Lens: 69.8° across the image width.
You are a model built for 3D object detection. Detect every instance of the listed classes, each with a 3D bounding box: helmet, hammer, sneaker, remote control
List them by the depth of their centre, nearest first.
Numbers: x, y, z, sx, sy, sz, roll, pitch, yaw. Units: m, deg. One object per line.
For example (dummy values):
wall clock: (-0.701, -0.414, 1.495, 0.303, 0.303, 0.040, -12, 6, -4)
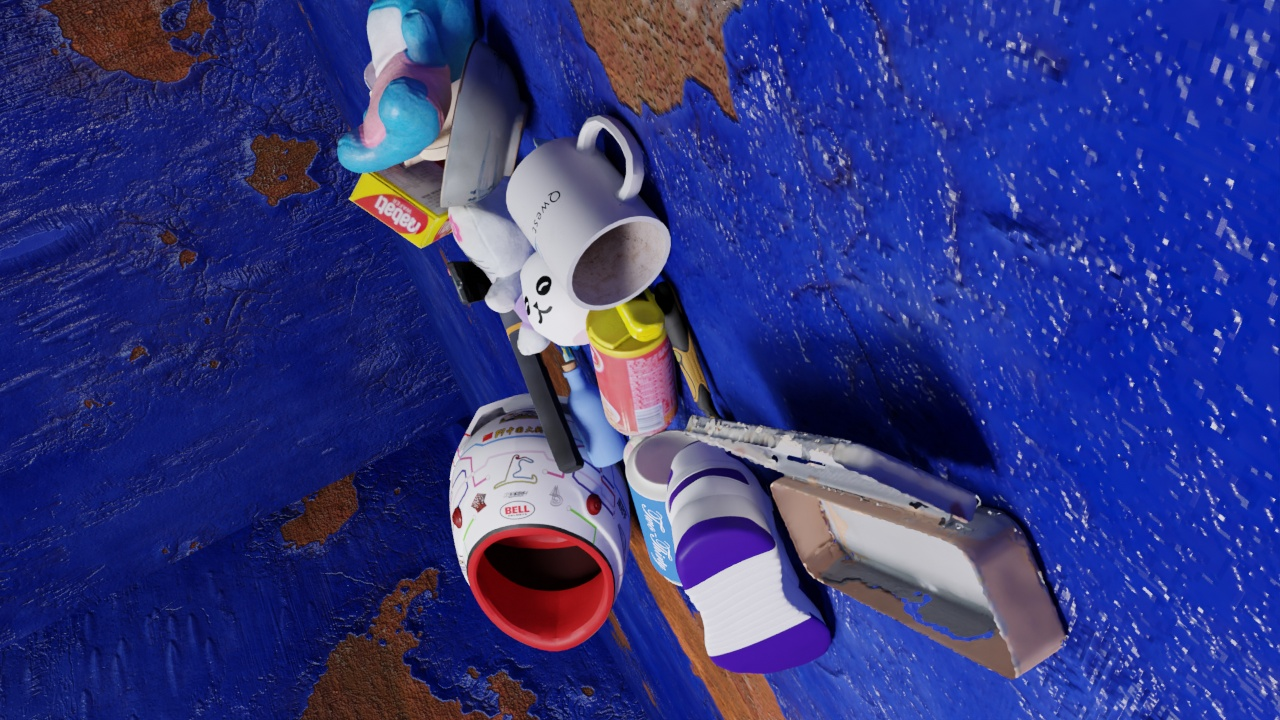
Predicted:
sneaker: (0.076, 0.151, 0.704, 0.244, 0.092, 0.111, 63, -169, -45)
remote control: (-0.179, -0.086, 0.981, 0.140, 0.021, 0.045, -79, -33, -83)
hammer: (-0.135, -0.011, 1.101, 0.139, 0.035, 0.312, 45, -159, -75)
helmet: (-0.129, 0.198, 1.213, 0.235, 0.231, 0.315, -91, -7, -51)

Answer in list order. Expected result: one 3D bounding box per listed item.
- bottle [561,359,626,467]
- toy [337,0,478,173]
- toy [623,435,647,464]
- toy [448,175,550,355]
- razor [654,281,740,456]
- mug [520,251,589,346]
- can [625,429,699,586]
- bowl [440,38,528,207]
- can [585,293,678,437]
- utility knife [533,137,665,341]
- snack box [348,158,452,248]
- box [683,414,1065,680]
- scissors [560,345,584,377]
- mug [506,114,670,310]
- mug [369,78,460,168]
bottle: (-0.060, 0.060, 1.091, 0.131, 0.048, 0.048, 67, 166, -14)
toy: (-0.195, -0.263, 0.796, 0.225, 0.099, 0.191, -30, 43, 56)
toy: (0.008, 0.097, 0.932, 0.112, 0.050, 0.087, 53, 163, 17)
toy: (-0.136, -0.110, 0.969, 0.137, 0.085, 0.209, -101, -8, -45)
razor: (0.042, 0.007, 0.701, 0.144, 0.021, 0.044, 68, 165, -10)
mug: (-0.045, -0.063, 0.772, 0.124, 0.090, 0.076, -42, 64, 43)
can: (0.037, 0.133, 0.820, 0.079, 0.078, 0.146, 49, 160, 44)
bowl: (-0.133, -0.201, 0.807, 0.151, 0.056, 0.150, -169, 91, -81)
can: (-0.005, 0.004, 0.760, 0.066, 0.066, 0.124, 53, 163, 36)
utility knife: (-0.039, -0.106, 0.728, 0.020, 0.028, 0.233, 94, 152, -53)
snack box: (-0.234, -0.186, 1.019, 0.092, 0.042, 0.200, 35, -159, -4)
box: (0.113, 0.081, 0.498, 0.156, 0.071, 0.217, 37, 171, -13)
scissors: (-0.096, -0.025, 1.148, 0.125, 0.014, 0.131, 35, 146, 59)
mug: (-0.032, -0.112, 0.650, 0.096, 0.083, 0.120, 54, 136, 32)
mug: (-0.208, -0.249, 0.946, 0.111, 0.104, 0.085, 52, 163, 34)
